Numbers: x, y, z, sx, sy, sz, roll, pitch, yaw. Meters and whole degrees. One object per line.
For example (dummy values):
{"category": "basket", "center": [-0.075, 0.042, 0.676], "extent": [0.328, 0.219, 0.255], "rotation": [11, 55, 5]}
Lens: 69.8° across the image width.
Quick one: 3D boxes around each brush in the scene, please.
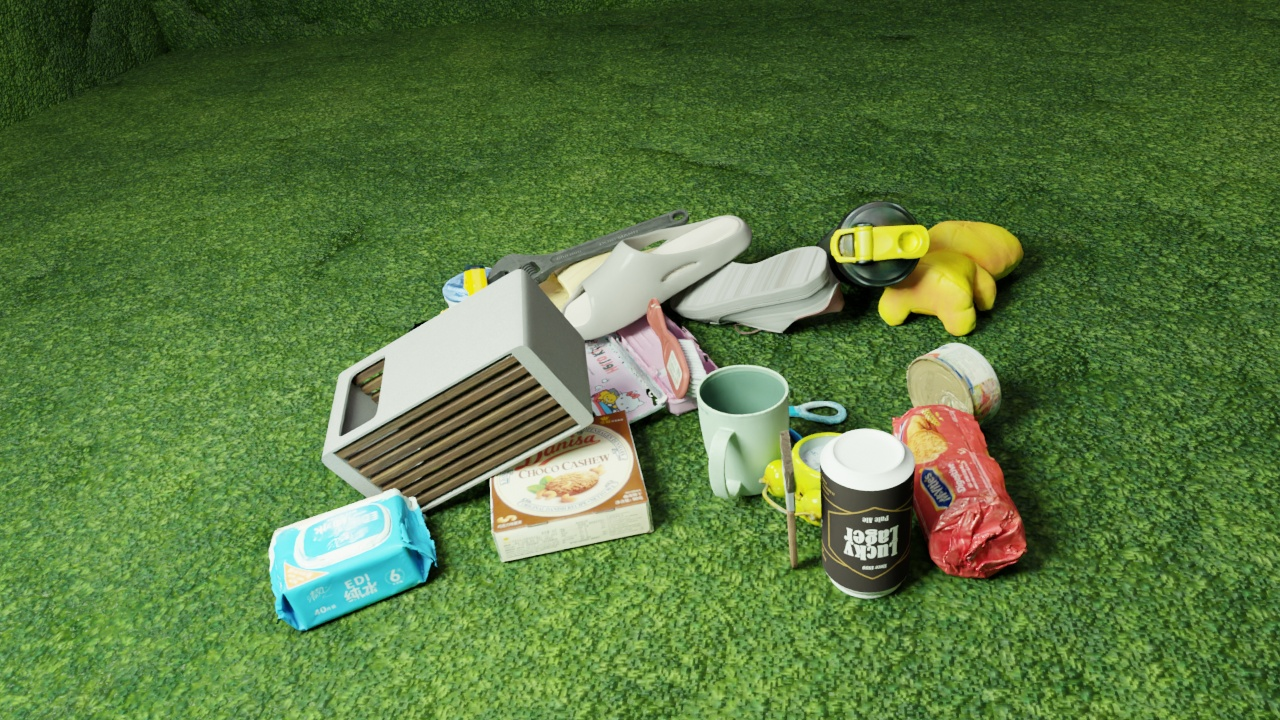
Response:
{"category": "brush", "center": [0.120, 0.121, 0.737], "extent": [0.008, 0.143, 0.045], "rotation": [-6, 41, 7]}
{"category": "brush", "center": [0.039, -0.016, 1.006], "extent": [0.030, 0.041, 0.172], "rotation": [5, 33, -17]}

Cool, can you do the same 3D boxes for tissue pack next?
{"category": "tissue pack", "center": [-0.259, 0.173, 0.821], "extent": [0.144, 0.062, 0.093], "rotation": [-19, 33, -16]}

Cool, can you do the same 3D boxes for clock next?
{"category": "clock", "center": [0.162, 0.112, 0.822], "extent": [0.118, 0.057, 0.083], "rotation": [-22, 36, -30]}
{"category": "clock", "center": [-0.206, -0.091, 1.230], "extent": [0.089, 0.052, 0.125], "rotation": [16, 40, 34]}

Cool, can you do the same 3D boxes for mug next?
{"category": "mug", "center": [0.091, 0.077, 0.850], "extent": [0.084, 0.104, 0.111], "rotation": [10, 36, 26]}

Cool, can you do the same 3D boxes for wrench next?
{"category": "wrench", "center": [-0.068, -0.142, 1.173], "extent": [0.273, 0.018, 0.073], "rotation": [-19, 49, 4]}

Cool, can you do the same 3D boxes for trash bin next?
{"category": "trash bin", "center": [-0.173, 0.036, 0.878], "extent": [0.229, 0.114, 0.114], "rotation": [-28, 38, 15]}

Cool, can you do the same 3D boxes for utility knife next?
{"category": "utility knife", "center": [-0.201, -0.055, 1.147], "extent": [0.030, 0.017, 0.159], "rotation": [-11, 58, -1]}

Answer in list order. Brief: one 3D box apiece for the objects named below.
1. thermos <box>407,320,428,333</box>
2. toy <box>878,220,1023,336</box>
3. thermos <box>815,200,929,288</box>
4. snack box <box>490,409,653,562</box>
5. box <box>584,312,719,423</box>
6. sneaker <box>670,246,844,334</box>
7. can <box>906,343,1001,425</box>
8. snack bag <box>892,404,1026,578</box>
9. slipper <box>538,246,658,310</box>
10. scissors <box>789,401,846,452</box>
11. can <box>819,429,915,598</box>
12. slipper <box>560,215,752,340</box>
{"category": "thermos", "center": [-0.192, 0.007, 1.041], "extent": [0.199, 0.086, 0.085], "rotation": [15, 39, 32]}
{"category": "toy", "center": [0.366, -0.112, 1.101], "extent": [0.135, 0.087, 0.193], "rotation": [14, 39, 37]}
{"category": "thermos", "center": [0.259, -0.131, 1.078], "extent": [0.098, 0.098, 0.220], "rotation": [-8, 4, 0]}
{"category": "snack box", "center": [-0.071, 0.117, 0.883], "extent": [0.143, 0.041, 0.146], "rotation": [-11, 33, -3]}
{"category": "box", "center": [-0.007, 0.006, 1.050], "extent": [0.152, 0.037, 0.201], "rotation": [-21, 34, -14]}
{"category": "sneaker", "center": [0.140, -0.069, 1.105], "extent": [0.237, 0.089, 0.099], "rotation": [-4, 45, 46]}
{"category": "can", "center": [0.304, 0.029, 0.893], "extent": [0.043, 0.086, 0.086], "rotation": [-23, 35, -22]}
{"category": "snack bag", "center": [0.271, 0.107, 0.787], "extent": [0.082, 0.082, 0.176], "rotation": [-6, 33, 3]}
{"category": "slipper", "center": [-0.037, -0.123, 1.220], "extent": [0.261, 0.079, 0.111], "rotation": [-18, 30, -15]}
{"category": "scissors", "center": [0.137, 0.061, 0.951], "extent": [0.140, 0.013, 0.117], "rotation": [12, 39, 25]}
{"category": "can", "center": [0.181, 0.122, 0.734], "extent": [0.072, 0.129, 0.071], "rotation": [-6, 33, 4]}
{"category": "slipper", "center": [0.011, -0.124, 1.109], "extent": [0.265, 0.081, 0.113], "rotation": [-29, 35, -10]}
